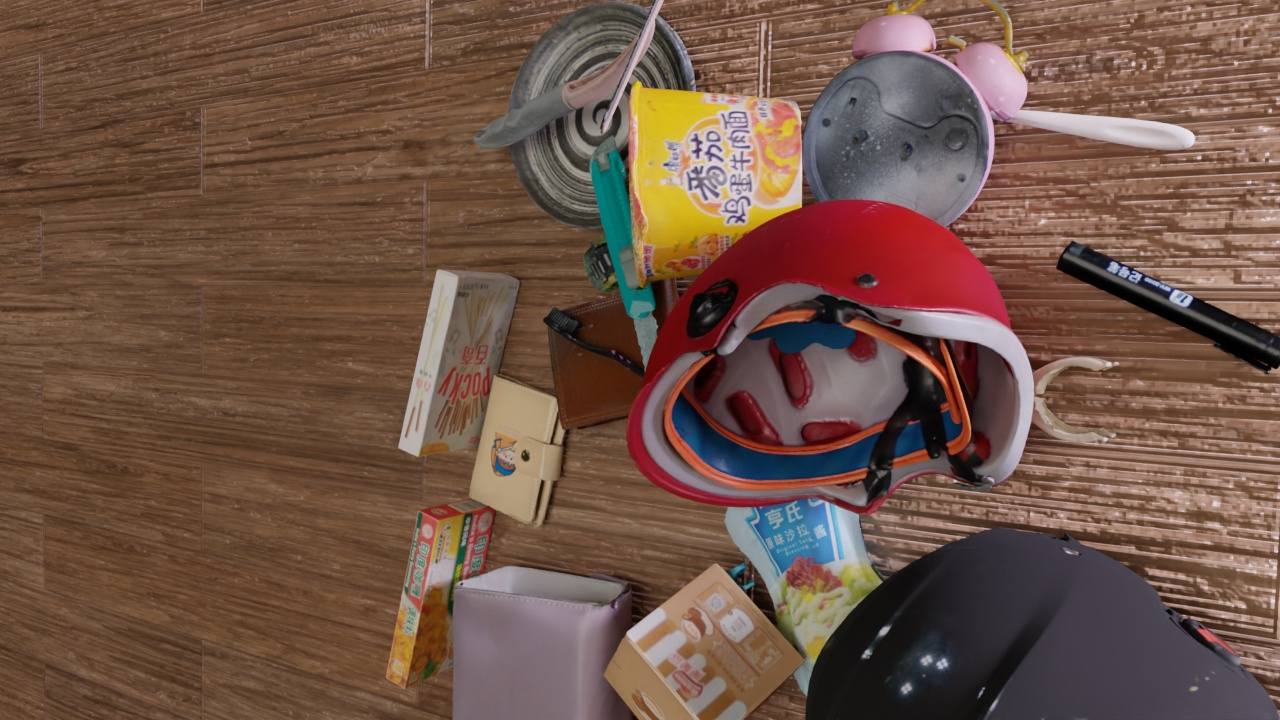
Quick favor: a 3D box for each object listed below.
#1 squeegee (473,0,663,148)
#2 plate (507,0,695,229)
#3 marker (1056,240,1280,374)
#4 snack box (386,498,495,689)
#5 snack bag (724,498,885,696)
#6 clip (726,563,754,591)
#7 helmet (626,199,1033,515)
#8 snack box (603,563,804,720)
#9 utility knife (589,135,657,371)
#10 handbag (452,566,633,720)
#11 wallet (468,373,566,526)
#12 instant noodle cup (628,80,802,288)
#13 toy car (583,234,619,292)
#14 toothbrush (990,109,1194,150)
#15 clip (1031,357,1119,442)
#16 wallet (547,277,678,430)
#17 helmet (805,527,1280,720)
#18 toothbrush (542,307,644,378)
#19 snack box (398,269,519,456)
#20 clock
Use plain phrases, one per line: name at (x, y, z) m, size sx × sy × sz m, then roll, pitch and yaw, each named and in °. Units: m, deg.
squeegee at (-0.051, -0.208, 0.693) m, size 0.250 × 0.040 × 0.247 m, roll -18°, pitch 44°, yaw 48°
plate at (-0.031, -0.196, 0.739) m, size 0.180 × 0.024 × 0.179 m, roll 2°, pitch 93°, yaw 32°
marker at (0.314, -0.033, 0.546) m, size 0.132 × 0.020 × 0.022 m, roll 33°, pitch 136°, yaw 24°
snack box at (-0.175, 0.202, 0.806) m, size 0.027 × 0.076 × 0.156 m, roll 18°, pitch 101°, yaw 29°
snack bag at (0.124, 0.141, 0.654) m, size 0.111 × 0.038 × 0.191 m, roll -33°, pitch 75°, yaw 38°
clip at (0.066, 0.168, 0.689) m, size 0.043 × 0.014 × 0.057 m, roll 60°, pitch 144°, yaw 16°
helmet at (0.110, -0.006, 0.569) m, size 0.241 × 0.207 × 0.143 m, roll -19°, pitch 45°, yaw 32°
snack box at (0.043, 0.220, 0.656) m, size 0.093 × 0.094 × 0.077 m, roll 46°, pitch 143°, yaw 21°
utility knife at (-0.007, -0.071, 0.689) m, size 0.029 × 0.013 × 0.216 m, roll -19°, pitch 75°, yaw 17°
handbag at (-0.073, 0.273, 0.737) m, size 0.145 × 0.098 × 0.197 m, roll 1°, pitch 91°, yaw 32°
wallet at (-0.104, 0.079, 0.792) m, size 0.087 × 0.024 × 0.115 m, roll 19°, pitch 100°, yaw 27°
instant noodle cup at (0.051, -0.119, 0.624) m, size 0.110 × 0.138 × 0.138 m, roll 0°, pitch 92°, yaw 5°
toy car at (0.000, -0.088, 0.716) m, size 0.091 × 0.036 × 0.043 m, roll -31°, pitch 70°, yaw 18°
toothbrush at (0.250, -0.153, 0.582) m, size 0.180 × 0.016 × 0.016 m, roll 17°, pitch 115°, yaw 26°
clip at (0.252, 0.011, 0.576) m, size 0.103 × 0.034 × 0.093 m, roll 32°, pitch 111°, yaw 34°
wallet at (-0.017, -0.004, 0.734) m, size 0.125 × 0.032 × 0.101 m, roll -15°, pitch 82°, yaw 29°
helmet at (0.224, 0.234, 0.500) m, size 0.275 × 0.229 × 0.234 m, roll 22°, pitch 105°, yaw 8°
toothbrush at (-0.004, 0.004, 0.701) m, size 0.189 × 0.014 × 0.018 m, roll 30°, pitch 89°, yaw 29°
snack box at (-0.154, 0.001, 0.781) m, size 0.027 × 0.084 × 0.157 m, roll 20°, pitch 102°, yaw 26°
clock at (0.175, -0.154, 0.582) m, size 0.117 × 0.059 × 0.159 m, roll 30°, pitch 121°, yaw 21°
